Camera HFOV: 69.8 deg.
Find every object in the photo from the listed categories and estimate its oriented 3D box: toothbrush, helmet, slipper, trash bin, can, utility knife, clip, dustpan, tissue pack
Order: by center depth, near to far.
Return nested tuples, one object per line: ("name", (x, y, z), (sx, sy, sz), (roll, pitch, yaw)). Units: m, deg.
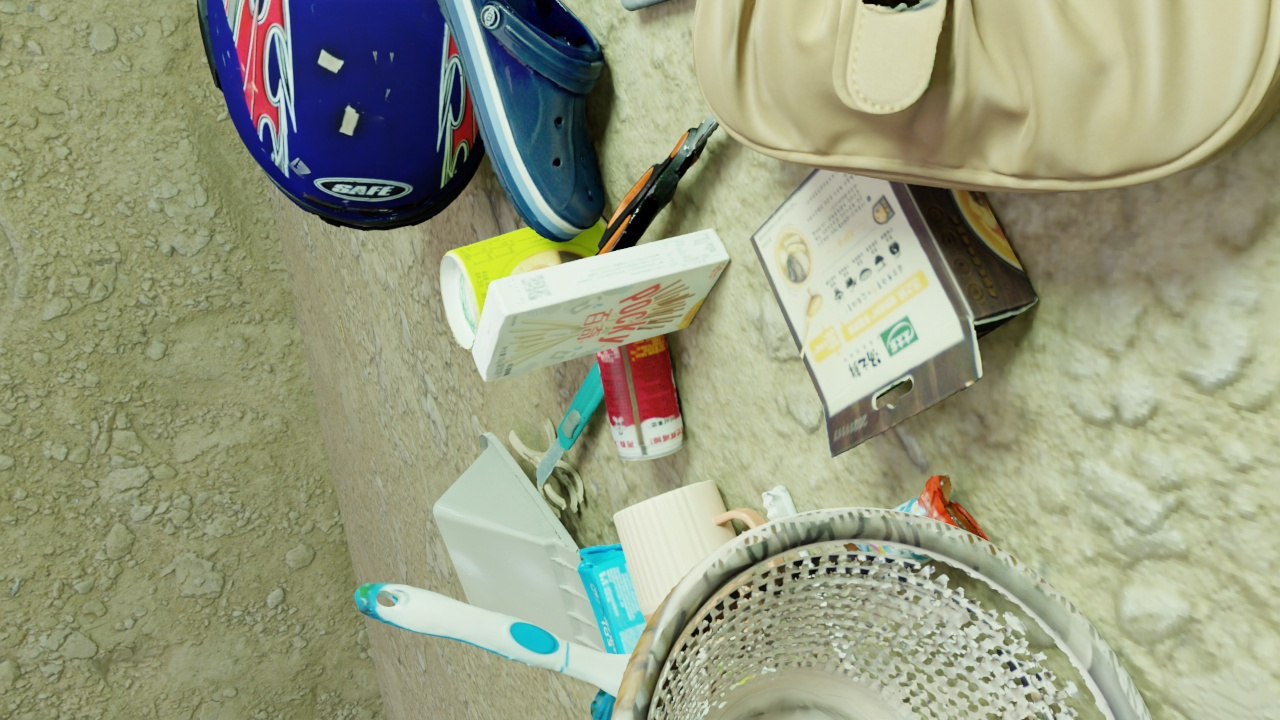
("trash bin", (0.097, 0.211, 0.442), (0.227, 0.227, 0.192), (60, 164, 27))
("toothbrush", (0.116, 0.164, 0.570), (0.180, 0.016, 0.016), (68, 155, 12))
("slipper", (-0.070, -0.214, 0.655), (0.095, 0.104, 0.253), (-13, 106, 29))
("can", (-0.004, 0.004, 0.676), (0.053, 0.053, 0.133), (6, 109, 62))
("tissue pack", (0.012, 0.200, 0.707), (0.063, 0.090, 0.140), (132, 119, -68))
("helmet", (-0.227, -0.234, 0.756), (0.240, 0.247, 0.316), (-113, 27, -58))
("utility knife", (-0.058, 0.053, 0.816), (0.029, 0.013, 0.220), (60, 141, 26))
("clip", (-0.092, 0.107, 0.915), (0.100, 0.074, 0.035), (63, 151, 20))
("dustpan", (-0.108, 0.190, 0.981), (0.258, 0.142, 0.223), (14, 132, 30))

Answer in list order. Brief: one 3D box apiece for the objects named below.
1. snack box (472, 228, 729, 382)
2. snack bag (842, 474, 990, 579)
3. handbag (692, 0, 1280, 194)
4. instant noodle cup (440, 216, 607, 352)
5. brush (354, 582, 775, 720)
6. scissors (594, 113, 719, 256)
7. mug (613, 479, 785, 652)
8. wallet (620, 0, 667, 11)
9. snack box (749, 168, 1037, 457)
("snack box", (-0.026, -0.035, 0.583), (0.027, 0.156, 0.085), (64, 152, 21))
("snack bag", (0.139, 0.090, 0.475), (0.045, 0.026, 0.106), (49, 149, 7))
("handbag", (0.107, -0.133, 0.309), (0.205, 0.099, 0.148), (16, 116, 39))
("instant noodle cup", (-0.090, -0.057, 0.732), (0.112, 0.123, 0.112), (39, 137, 49))
("brush", (-0.022, 0.202, 0.582), (0.110, 0.314, 0.060), (102, 179, -47))
("scissors", (0.021, -0.108, 0.557), (0.139, 0.021, 0.235), (-63, 13, -16))
("mug", (0.045, 0.141, 0.639), (0.115, 0.081, 0.106), (-29, 75, 36))
("wallet", (0.013, -0.275, 0.538), (0.097, 0.019, 0.121), (18, 119, 57))
("snack box", (0.112, -0.034, 0.430), (0.125, 0.053, 0.113), (68, 152, 13))
